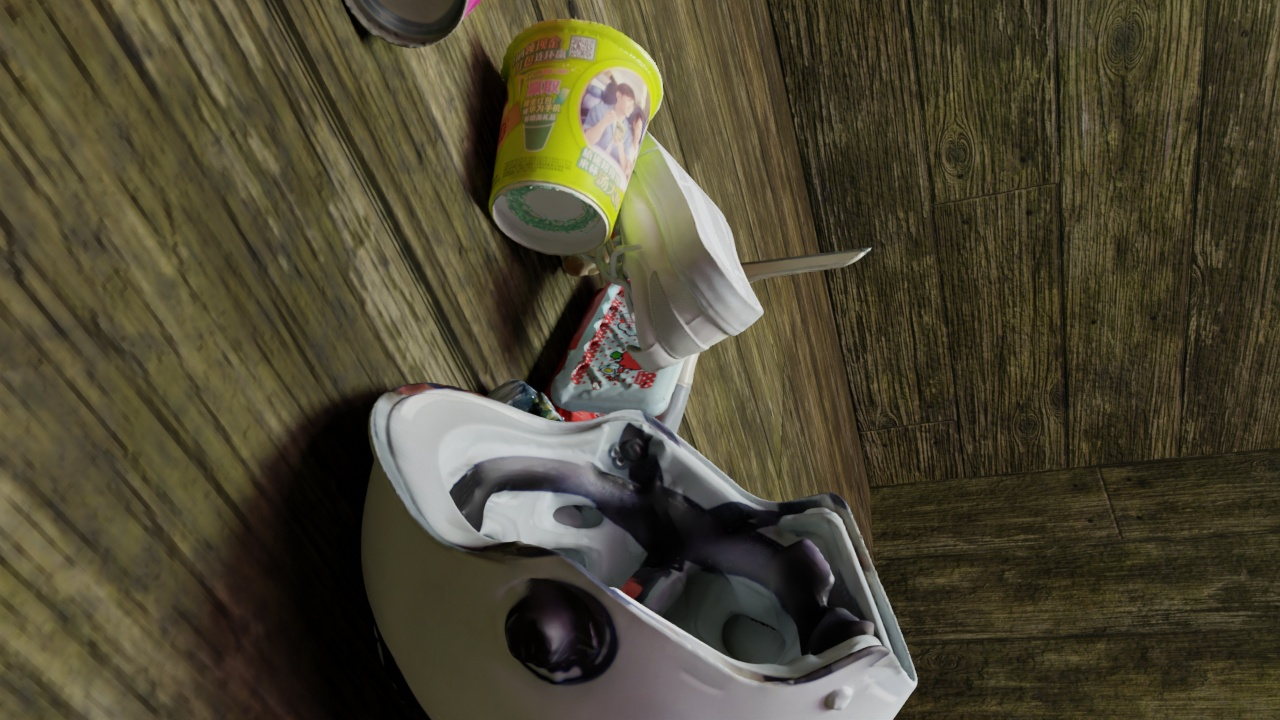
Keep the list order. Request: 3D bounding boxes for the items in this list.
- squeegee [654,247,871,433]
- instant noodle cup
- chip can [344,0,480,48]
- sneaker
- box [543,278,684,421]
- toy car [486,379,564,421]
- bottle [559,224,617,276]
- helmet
[{"bbox_3d":[0.037,0.015,0.726,0.039,0.247,0.246,32,77,-26],"label":"squeegee"},{"bbox_3d":[-0.049,-0.140,0.608,0.112,0.112,0.123,56,39,-55],"label":"instant noodle cup"},{"bbox_3d":[-0.102,-0.251,0.532,0.210,0.071,0.071,-75,151,-51],"label":"chip can"},{"bbox_3d":[0.011,-0.078,0.646,0.089,0.091,0.241,42,20,-32],"label":"sneaker"},{"bbox_3d":[-0.003,0.003,0.683,0.201,0.102,0.095,-69,146,-57],"label":"box"},{"bbox_3d":[-0.065,0.045,0.568,0.034,0.043,0.090,52,0,41],"label":"toy car"},{"bbox_3d":[-0.029,-0.111,0.730,0.149,0.067,0.067,-65,143,-49],"label":"bottle"},{"bbox_3d":[-0.016,0.120,0.424,0.229,0.258,0.146,-79,-172,-79],"label":"helmet"}]
